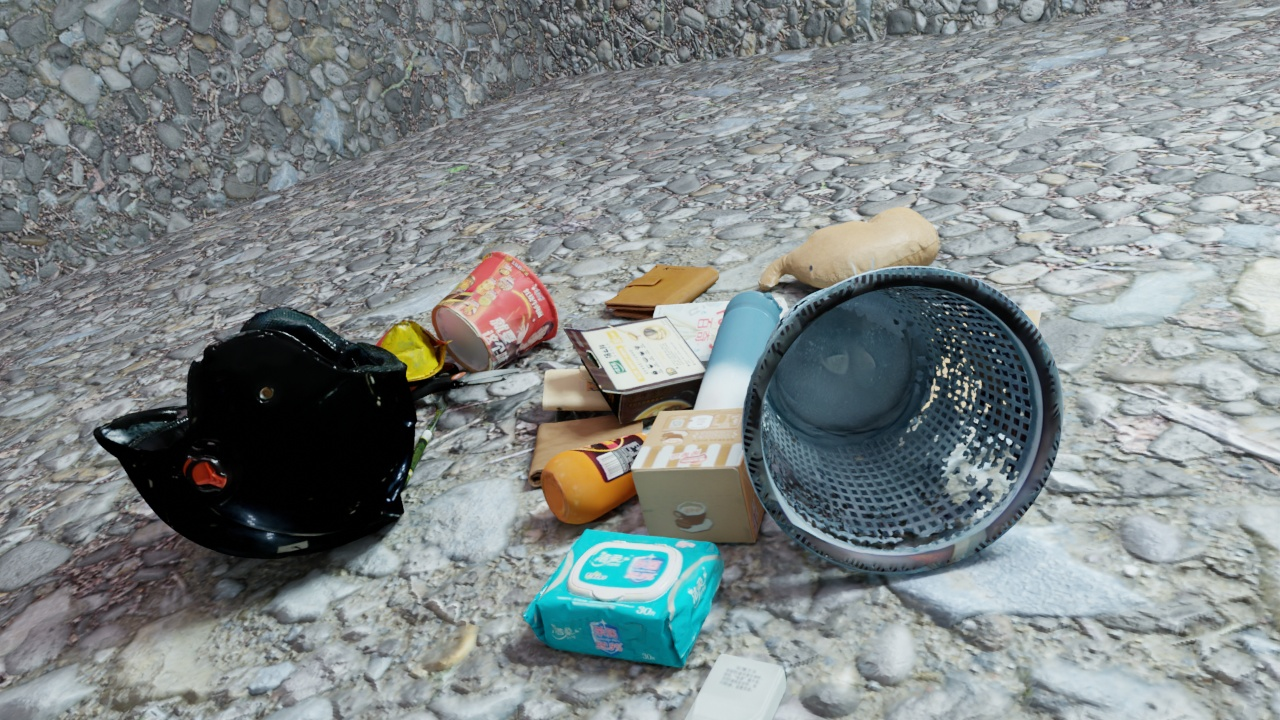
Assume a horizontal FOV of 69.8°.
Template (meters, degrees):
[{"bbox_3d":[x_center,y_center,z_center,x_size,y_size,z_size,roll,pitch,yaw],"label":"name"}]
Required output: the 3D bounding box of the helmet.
[{"bbox_3d":[-0.343,0.074,0.858,0.274,0.230,0.233,-18,11,-11],"label":"helmet"}]

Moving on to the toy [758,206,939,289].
[{"bbox_3d":[0.259,-0.131,1.153,0.226,0.082,0.143,-15,20,5],"label":"toy"}]

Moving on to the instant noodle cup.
[{"bbox_3d":[-0.188,-0.052,1.164,0.138,0.138,0.108,12,44,43],"label":"instant noodle cup"}]

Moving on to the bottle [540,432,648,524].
[{"bbox_3d":[-0.016,0.098,0.842,0.149,0.067,0.067,-20,25,-28],"label":"bottle"}]

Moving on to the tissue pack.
[{"bbox_3d":[-0.011,0.174,0.688,0.134,0.050,0.093,-1,29,26],"label":"tissue pack"}]

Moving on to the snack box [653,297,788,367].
[{"bbox_3d":[0.085,-0.027,1.043,0.157,0.027,0.084,-3,55,23],"label":"snack box"}]

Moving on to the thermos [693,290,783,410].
[{"bbox_3d":[0.097,0.010,0.916,0.070,0.070,0.219,-4,36,20],"label":"thermos"}]

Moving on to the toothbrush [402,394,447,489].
[{"bbox_3d":[-0.243,0.087,1.026,0.012,0.017,0.185,-9,25,7],"label":"toothbrush"}]

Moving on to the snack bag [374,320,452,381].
[{"bbox_3d":[-0.321,-0.006,1.170,0.128,0.073,0.208,-19,6,-30],"label":"snack bag"}]

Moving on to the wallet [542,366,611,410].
[{"bbox_3d":[-0.048,0.029,1.006,0.115,0.024,0.087,-1,26,-3],"label":"wallet"}]

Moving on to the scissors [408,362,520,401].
[{"bbox_3d":[-0.218,0.015,1.110,0.234,0.022,0.160,-16,17,21],"label":"scissors"}]

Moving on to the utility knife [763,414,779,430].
[{"bbox_3d":[0.163,0.031,0.931,0.034,0.018,0.202,7,33,36],"label":"utility knife"}]

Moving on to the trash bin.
[{"bbox_3d":[0.185,0.027,0.735,0.226,0.226,0.195,-13,12,3],"label":"trash bin"}]

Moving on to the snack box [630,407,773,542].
[{"bbox_3d":[0.055,0.097,0.780,0.093,0.077,0.094,-4,26,21],"label":"snack box"}]

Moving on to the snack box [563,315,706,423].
[{"bbox_3d":[-0.006,0.006,0.972,0.125,0.053,0.113,-12,41,-21],"label":"snack box"}]

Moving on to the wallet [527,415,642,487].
[{"bbox_3d":[-0.053,0.086,0.929,0.115,0.020,0.101,-9,25,5],"label":"wallet"}]

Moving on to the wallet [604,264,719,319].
[{"bbox_3d":[0.029,-0.095,1.248,0.108,0.031,0.131,9,32,37],"label":"wallet"}]

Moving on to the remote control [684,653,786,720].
[{"bbox_3d":[0.047,0.233,0.566,0.049,0.024,0.124,2,29,30],"label":"remote control"}]

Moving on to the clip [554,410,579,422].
[{"bbox_3d":[-0.082,0.053,1.008,0.026,0.024,0.056,-17,29,0],"label":"clip"}]

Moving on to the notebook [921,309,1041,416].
[{"bbox_3d":[0.320,-0.002,0.929,0.148,0.008,0.207,0,29,27],"label":"notebook"}]
